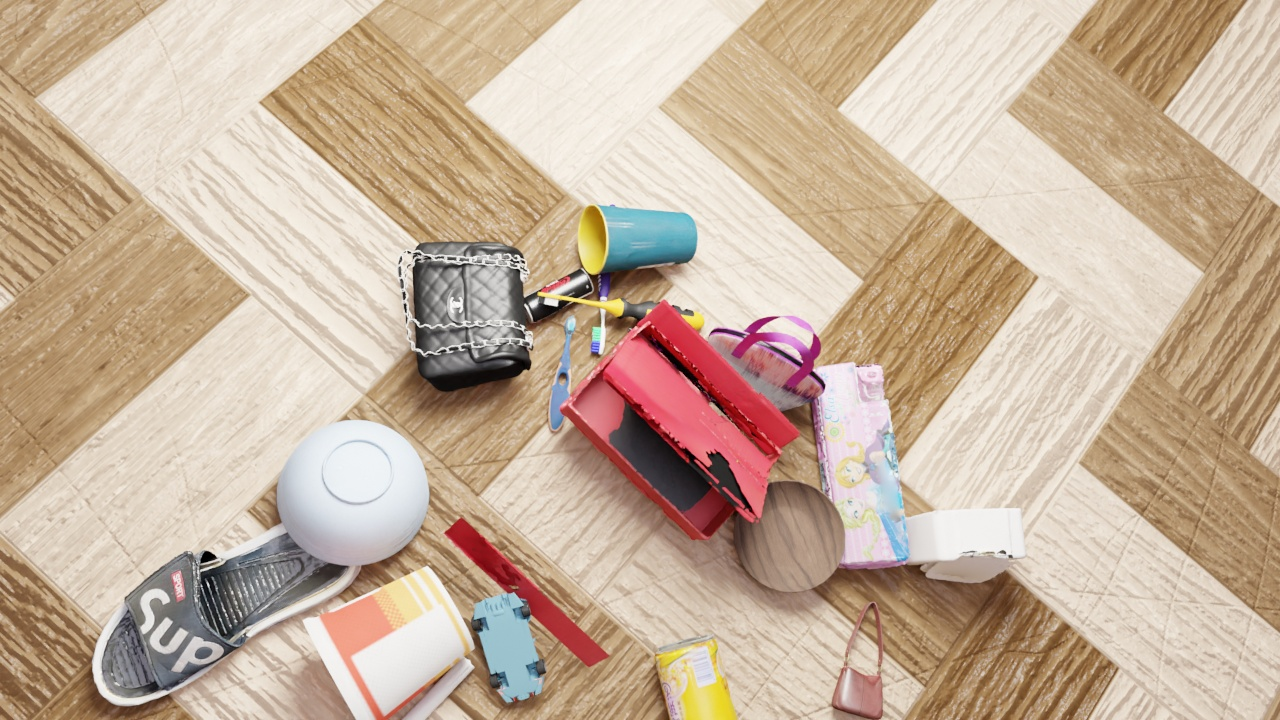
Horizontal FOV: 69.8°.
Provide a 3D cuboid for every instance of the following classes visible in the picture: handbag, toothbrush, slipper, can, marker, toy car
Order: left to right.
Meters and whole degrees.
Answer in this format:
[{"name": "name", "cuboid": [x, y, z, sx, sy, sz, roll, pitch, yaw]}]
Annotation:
[{"name": "slipper", "cuboid": [-0.403, 0.232, 0.887, 0.263, 0.063, 0.111, -25, 80, -17]}, {"name": "marker", "cuboid": [-0.217, 0.347, 0.904, 0.017, 0.020, 0.133, 44, 73, 3]}, {"name": "handbag", "cuboid": [-0.179, -0.057, 0.968, 0.125, 0.115, 0.153, -7, 72, 1]}, {"name": "toy car", "cuboid": [-0.132, 0.287, 0.930, 0.060, 0.027, 0.108, -16, 92, -1]}, {"name": "can", "cuboid": [-0.095, -0.073, 1.036, 0.080, 0.032, 0.031, -29, 81, -15]}, {"name": "toothbrush", "cuboid": [-0.085, 0.013, 1.021, 0.021, 0.017, 0.135, 9, 73, -6]}, {"name": "toothbrush", "cuboid": [-0.042, -0.096, 1.060, 0.016, 0.015, 0.186, 6, 73, -8]}, {"name": "toothbrush", "cuboid": [-0.019, -0.058, 1.034, 0.196, 0.031, 0.031, 9, 96, -17]}, {"name": "can", "cuboid": [0.057, 0.336, 0.927, 0.067, 0.068, 0.105, -12, 76, -12]}, {"name": "handbag", "cuboid": [0.140, -0.005, 0.982, 0.144, 0.170, 0.068, 28, 72, -1]}, {"name": "handbag", "cuboid": [0.241, 0.319, 0.985, 0.055, 0.029, 0.119, 18, 67, -6]}]

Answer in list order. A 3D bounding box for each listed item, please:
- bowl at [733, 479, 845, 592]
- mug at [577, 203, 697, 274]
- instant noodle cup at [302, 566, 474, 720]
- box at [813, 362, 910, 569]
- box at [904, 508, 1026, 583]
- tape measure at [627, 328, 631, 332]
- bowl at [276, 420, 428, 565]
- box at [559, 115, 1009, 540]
[{"name": "bowl", "cuboid": [0.160, 0.191, 0.997, 0.119, 0.032, 0.119, 0, 75, 1]}, {"name": "mug", "cuboid": [-0.001, -0.137, 1.040, 0.121, 0.078, 0.078, -4, 74, -27]}, {"name": "instant noodle cup", "cuboid": [-0.235, 0.270, 0.877, 0.121, 0.124, 0.123, -29, 81, -23]}, {"name": "box", "cuboid": [0.246, 0.114, 1.022, 0.084, 0.063, 0.230, -2, 75, -9]}, {"name": "box", "cuboid": [0.352, 0.214, 0.991, 0.108, 0.103, 0.101, -2, 76, -11]}, {"name": "tape measure", "cuboid": [-0.006, 0.006, 1.026, 0.058, 0.036, 0.065, 34, 72, 1]}, {"name": "bowl", "cuboid": [-0.282, 0.120, 0.911, 0.150, 0.075, 0.150, 9, 61, -16]}, {"name": "box", "cuboid": [0.128, -0.017, 0.935, 0.213, 0.127, 0.426, 45, 105, -4]}]
